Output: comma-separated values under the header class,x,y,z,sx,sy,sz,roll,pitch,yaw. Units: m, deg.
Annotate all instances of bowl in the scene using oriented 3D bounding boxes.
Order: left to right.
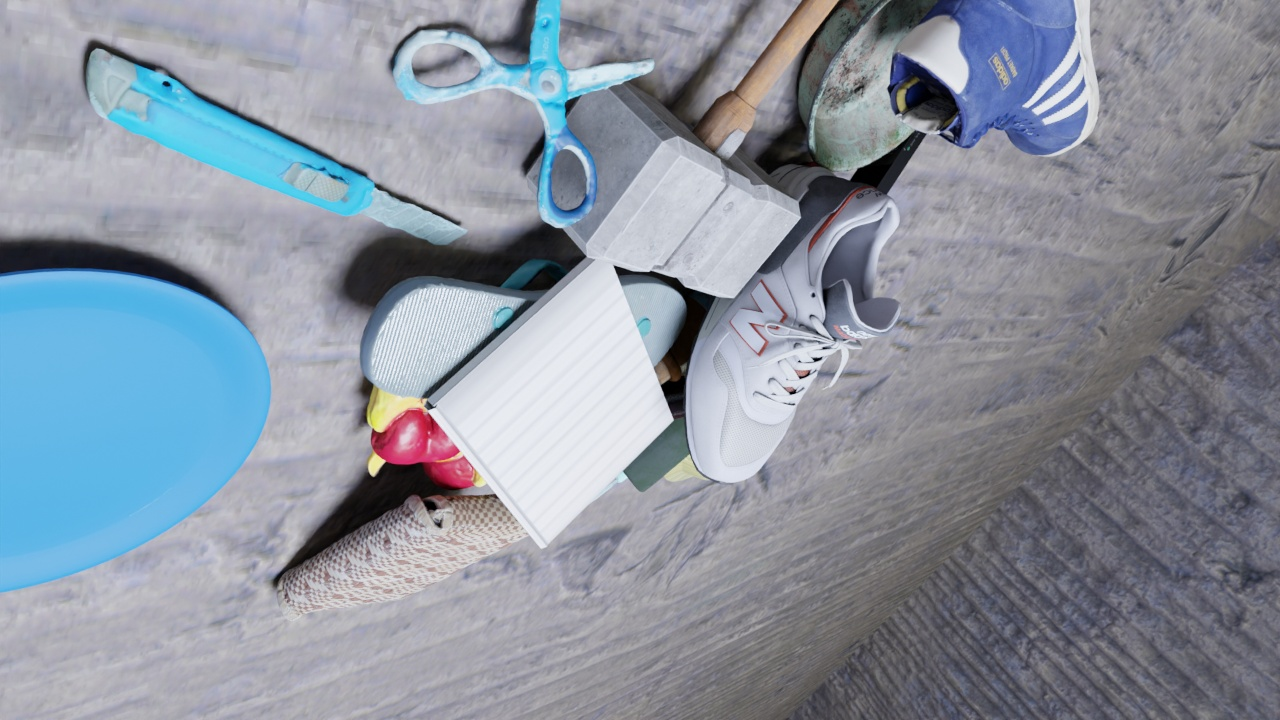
class,x,y,z,sx,sy,sz,roll,pitch,yaw
bowl,0.167,-0.209,0.643,0.157,0.038,0.158,-29,150,-19

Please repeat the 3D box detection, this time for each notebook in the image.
class,x,y,z,sx,sy,sz,roll,pitch,yaw
notebook,-0.049,0.036,0.622,0.142,0.009,0.210,-43,147,-15

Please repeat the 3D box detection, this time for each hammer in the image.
class,x,y,z,sx,sy,sz,roll,pitch,yaw
hammer,0.089,-0.189,0.533,0.318,0.083,0.162,-51,150,20

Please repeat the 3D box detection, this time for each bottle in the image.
class,x,y,z,sx,sy,sz,roll,pitch,yaw
bottle,0.051,0.049,0.860,0.174,0.055,0.055,-39,152,-5
bottle,0.069,-0.033,0.747,0.156,0.068,0.068,-34,151,-11

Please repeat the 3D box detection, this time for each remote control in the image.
class,x,y,z,sx,sy,sz,roll,pitch,yaw
remote control,0.179,-0.139,0.710,0.013,0.034,0.149,46,69,-30

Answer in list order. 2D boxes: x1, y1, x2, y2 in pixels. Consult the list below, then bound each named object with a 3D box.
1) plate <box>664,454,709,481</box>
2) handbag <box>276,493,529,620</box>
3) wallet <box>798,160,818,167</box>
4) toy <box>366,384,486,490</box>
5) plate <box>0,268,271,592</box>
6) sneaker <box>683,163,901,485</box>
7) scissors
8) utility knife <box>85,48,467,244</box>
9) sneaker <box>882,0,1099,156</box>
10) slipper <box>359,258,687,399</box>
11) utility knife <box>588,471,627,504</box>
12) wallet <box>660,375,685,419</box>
class,x,y,z,sx,sy,sz,roll,pitch,yaw
plate,0.107,0.076,0.963,0.184,0.036,0.185,-34,156,-18
handbag,-0.173,0.142,0.696,0.186,0.047,0.124,-30,157,28
wallet,0.116,-0.086,0.706,0.091,0.018,0.115,-25,107,-26
toy,-0.139,0.044,0.621,0.105,0.067,0.137,-35,145,-18
plate,-0.300,0.037,0.454,0.224,0.024,0.225,-29,150,-19
sneaker,0.110,-0.023,0.627,0.088,0.124,0.239,15,88,-34
scissors,-0.054,-0.130,0.468,0.134,0.011,0.140,-16,117,-19
utility knife,-0.162,-0.091,0.449,0.031,0.015,0.221,-44,153,17
sneaker,0.241,-0.176,0.638,0.118,0.091,0.233,-45,151,0
slipper,-0.072,-0.017,0.600,0.268,0.055,0.098,-6,121,-50
utility knife,-0.008,0.105,0.916,0.166,0.015,0.022,-37,158,1
wallet,0.054,0.024,0.776,0.100,0.031,0.119,-12,-175,24
